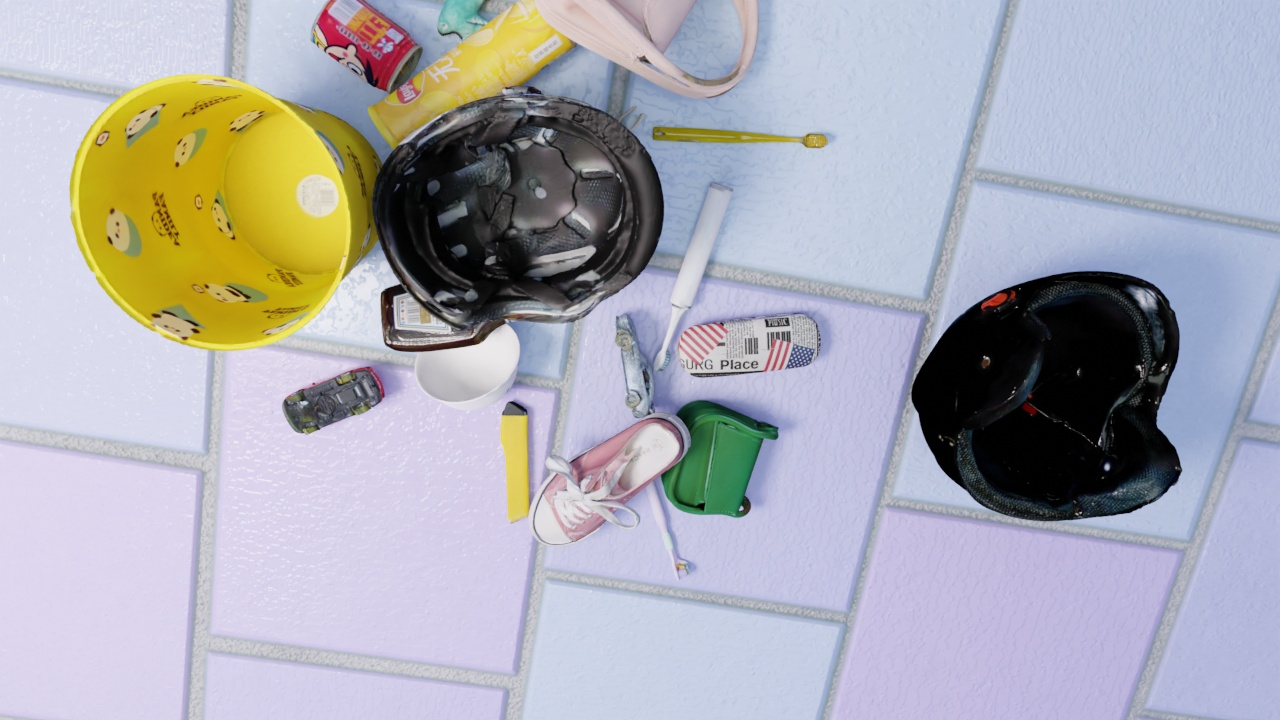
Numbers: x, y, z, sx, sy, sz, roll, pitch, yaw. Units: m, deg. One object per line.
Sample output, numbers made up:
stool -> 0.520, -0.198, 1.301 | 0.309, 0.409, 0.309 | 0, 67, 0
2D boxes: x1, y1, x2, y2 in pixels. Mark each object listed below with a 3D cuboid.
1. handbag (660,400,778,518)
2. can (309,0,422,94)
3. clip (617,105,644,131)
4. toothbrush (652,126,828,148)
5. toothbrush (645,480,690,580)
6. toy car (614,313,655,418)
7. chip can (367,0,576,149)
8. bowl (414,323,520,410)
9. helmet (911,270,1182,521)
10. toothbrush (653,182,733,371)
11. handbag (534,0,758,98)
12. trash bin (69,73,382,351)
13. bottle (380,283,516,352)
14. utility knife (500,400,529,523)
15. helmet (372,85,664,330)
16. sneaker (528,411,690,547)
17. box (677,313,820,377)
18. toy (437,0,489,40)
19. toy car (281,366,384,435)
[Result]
handbag -> 0.088, 0.117, 1.068 | 0.120, 0.068, 0.131 | 15, 103, -13
can -> -0.278, -0.323, 0.934 | 0.094, 0.066, 0.066 | 34, 101, -10
clip -> -0.034, -0.220, 0.987 | 0.102, 0.035, 0.095 | -20, 100, -4
toothbrush -> 0.108, -0.241, 0.992 | 0.190, 0.016, 0.016 | 2, 104, -2
toothbrush -> 0.022, 0.177, 1.102 | 0.021, 0.029, 0.189 | -8, 108, 39
toy car -> -0.006, 0.006, 1.037 | 0.037, 0.054, 0.121 | -11, 104, 4
chip can -> -0.170, -0.287, 0.931 | 0.213, 0.072, 0.072 | -35, 103, 4
bowl -> -0.184, 0.015, 1.022 | 0.118, 0.118, 0.065 | -13, 144, 2
helmet -> 0.420, 0.029, 0.966 | 0.233, 0.230, 0.275 | 36, 91, -19
toothbrush -> 0.055, -0.090, 1.026 | 0.026, 0.027, 0.221 | 6, 109, -43
handbag -> 0.028, -0.363, 0.905 | 0.234, 0.093, 0.193 | 37, 73, -25
trash bin -> -0.361, -0.149, 0.881 | 0.229, 0.255, 0.230 | 0, 105, -2
bottle -> -0.181, -0.056, 0.995 | 0.195, 0.044, 0.080 | -7, 80, 5
utility knife -> -0.148, 0.121, 1.084 | 0.033, 0.015, 0.156 | 2, 106, 4
helmet -> -0.118, -0.158, 0.915 | 0.274, 0.156, 0.230 | -15, 115, 3
sneaker -> -0.050, 0.142, 1.027 | 0.242, 0.087, 0.118 | -37, 85, 27
box -> 0.122, -0.017, 1.044 | 0.164, 0.052, 0.069 | -4, 118, -2
toy -> -0.172, -0.370, 0.946 | 0.096, 0.030, 0.092 | 24, 108, -15
toy car -> -0.347, 0.045, 1.043 | 0.121, 0.045, 0.053 | -20, 102, 10
